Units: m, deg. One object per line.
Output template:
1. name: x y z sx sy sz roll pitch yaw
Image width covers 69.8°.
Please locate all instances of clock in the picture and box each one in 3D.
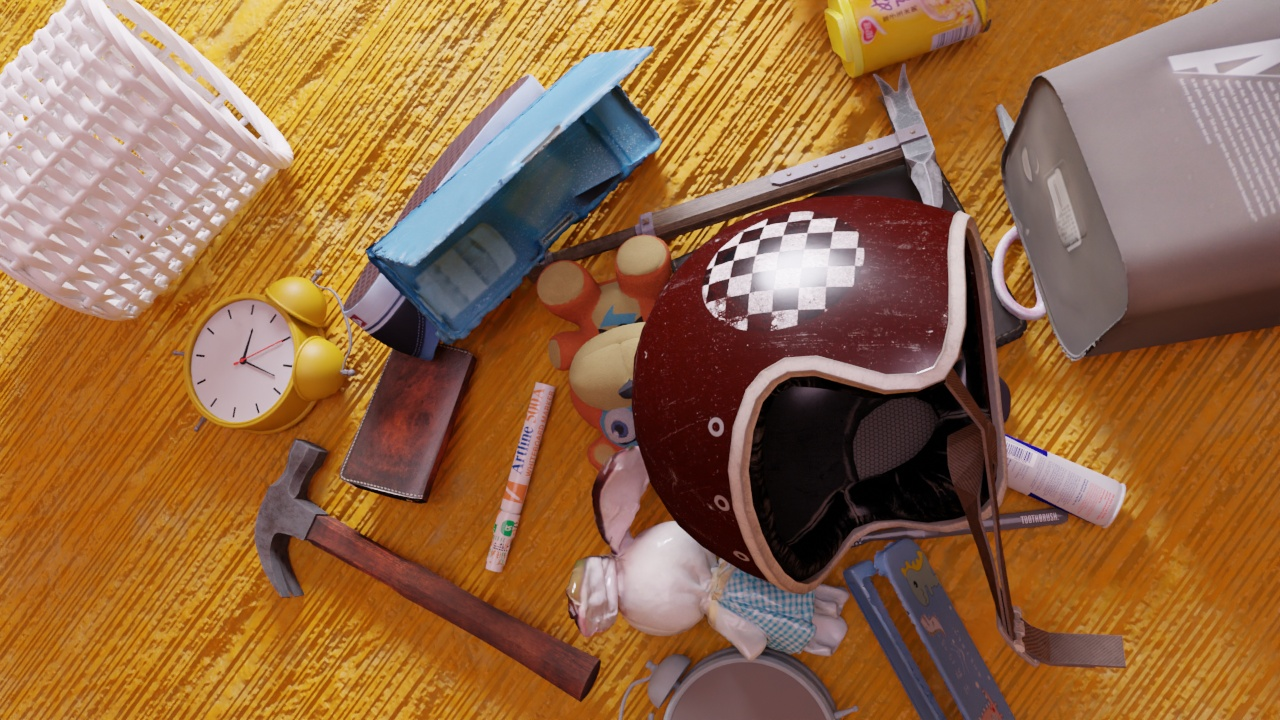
1. clock: 0.063 0.257 0.625 0.159 0.045 0.122 6 81 12
2. clock: -0.302 -0.004 0.744 0.152 0.052 0.113 -25 76 11

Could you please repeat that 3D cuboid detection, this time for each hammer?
1. hammer: 0.057 -0.110 0.680 0.317 0.028 0.146 -16 54 15
2. hammer: -0.165 0.171 0.692 0.301 0.028 0.111 23 87 17

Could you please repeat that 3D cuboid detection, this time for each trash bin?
1. trash bin: 0.355 -0.110 0.539 0.220 0.197 0.197 -15 74 8

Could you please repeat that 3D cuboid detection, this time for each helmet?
1. helmet: 0.124 0.027 0.534 0.254 0.233 0.233 -5 58 25

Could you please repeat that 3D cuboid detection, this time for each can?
1. can: 0.193 -0.255 0.670 0.105 0.067 0.067 -17 77 8
2. can: 0.271 0.078 0.615 0.095 0.032 0.032 24 86 15

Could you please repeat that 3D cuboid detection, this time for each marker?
1. marker: -0.092 0.089 0.700 0.017 0.017 0.145 14 84 14

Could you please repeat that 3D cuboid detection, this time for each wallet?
1. wallet: -0.177 0.044 0.709 0.072 0.019 0.122 12 69 14

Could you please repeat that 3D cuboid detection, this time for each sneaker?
1. sneaker: -0.129 -0.107 0.726 0.098 0.083 0.241 37 74 -27

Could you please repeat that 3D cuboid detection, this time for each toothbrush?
1. toothbrush: 0.208 0.117 0.635 0.167 0.013 0.013 -8 79 8

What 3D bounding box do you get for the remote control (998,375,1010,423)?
1. remote control: 0.198 0.046 0.640 0.124 0.009 0.046 -26 100 7

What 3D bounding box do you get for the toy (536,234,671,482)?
1. toy: -0.004 0.004 0.658 0.112 0.096 0.176 -18 104 7

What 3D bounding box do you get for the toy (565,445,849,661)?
1. toy: 0.047 0.151 0.631 0.205 0.106 0.130 19 64 -10

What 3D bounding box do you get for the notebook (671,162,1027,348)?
1. notebook: 0.147 -0.044 0.667 0.209 0.029 0.169 -26 76 9

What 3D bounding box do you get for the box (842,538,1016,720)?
1. box: 0.210 0.214 0.590 0.064 0.069 0.210 -28 76 -1

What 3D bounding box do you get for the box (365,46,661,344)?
1. box: -0.072 -0.121 0.642 0.231 0.110 0.094 -45 108 -16

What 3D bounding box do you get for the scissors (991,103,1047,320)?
1. scissors: 0.269 -0.108 0.646 0.108 0.016 0.179 -17 76 -7

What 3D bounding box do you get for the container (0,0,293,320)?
1. container: -0.412 -0.161 0.723 0.187 0.189 0.189 -45 75 3
